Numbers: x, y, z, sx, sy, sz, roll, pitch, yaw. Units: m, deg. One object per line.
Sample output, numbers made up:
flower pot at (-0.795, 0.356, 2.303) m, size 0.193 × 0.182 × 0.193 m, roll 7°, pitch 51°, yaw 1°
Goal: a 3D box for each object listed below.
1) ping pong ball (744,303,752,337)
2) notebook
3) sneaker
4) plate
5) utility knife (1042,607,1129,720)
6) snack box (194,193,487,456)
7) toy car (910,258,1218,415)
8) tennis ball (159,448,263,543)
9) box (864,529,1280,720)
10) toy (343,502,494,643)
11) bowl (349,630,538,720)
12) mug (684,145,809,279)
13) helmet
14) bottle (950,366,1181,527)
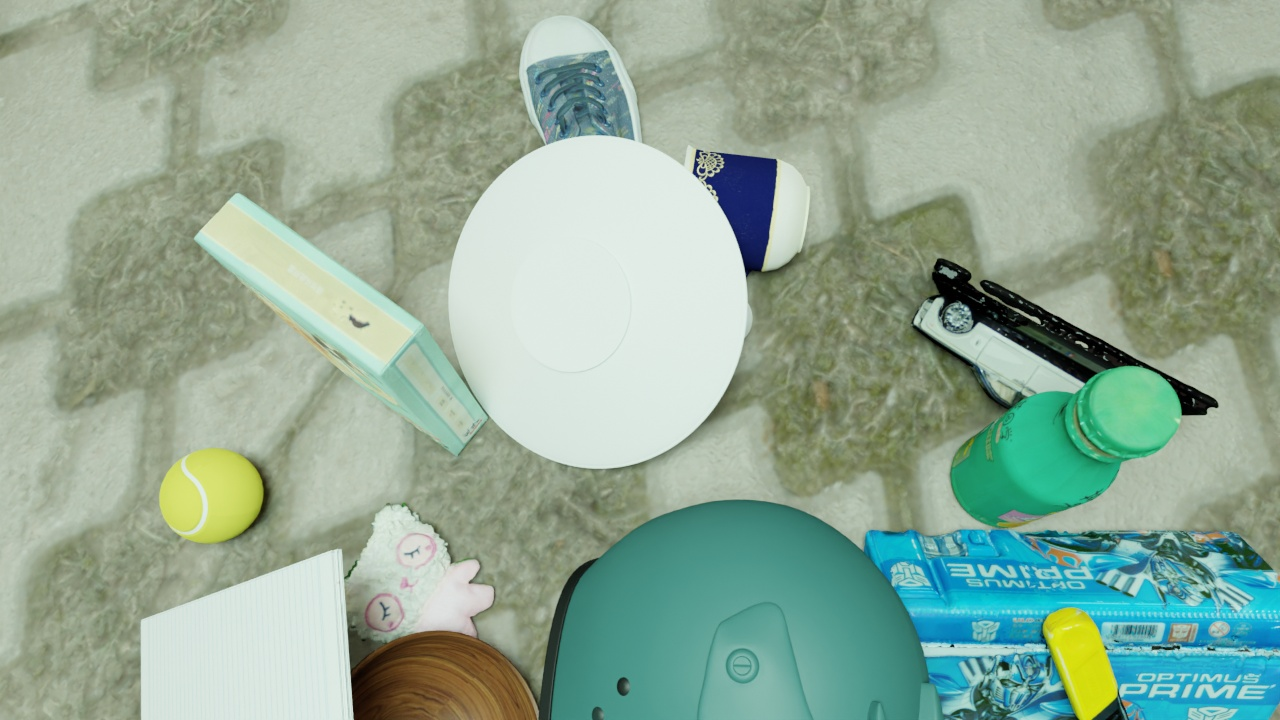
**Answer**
ping pong ball at (0.061, -0.030, 0.664) m, size 0.040 × 0.040 × 0.040 m, roll -1°, pitch 73°, yaw 3°
notebook at (-0.242, 0.225, 0.544) m, size 0.246 × 0.013 × 0.177 m, roll -23°, pitch 68°, yaw 36°
sneaker at (-0.038, -0.173, 0.694) m, size 0.087 × 0.079 × 0.235 m, roll -15°, pitch 73°, yaw -1°
plate at (-0.042, -0.038, 0.622) m, size 0.230 × 0.030 × 0.229 m, roll 2°, pitch 95°, yaw 23°
utility knife at (0.275, 0.218, 0.542) m, size 0.029 × 0.020 × 0.172 m, roll -22°, pitch 107°, yaw 12°
snack box at (-0.180, -0.014, 0.594) m, size 0.141 × 0.194 × 0.044 m, roll 35°, pitch 75°, yaw 12°
toy car at (0.271, 0.005, 0.626) m, size 0.192 × 0.094 × 0.071 m, roll 32°, pitch 98°, yaw 12°
tennis ball at (-0.296, 0.093, 0.635) m, size 0.065 × 0.065 × 0.065 m, roll -1°, pitch 73°, yaw 3°
box at (0.271, 0.179, 0.589) m, size 0.243 × 0.093 × 0.115 m, roll 0°, pitch 113°, yaw 4°
toy at (-0.153, 0.155, 0.622) m, size 0.109 × 0.041 × 0.095 m, roll 26°, pitch 75°, yaw 5°
bowl at (-0.139, 0.247, 0.566) m, size 0.147 × 0.069 × 0.147 m, roll 18°, pitch 59°, yaw -32°
mug at (0.072, -0.095, 0.669) m, size 0.089 × 0.085 × 0.112 m, roll 7°, pitch 109°, yaw 3°
helmet at (0.064, 0.212, 0.495) m, size 0.201 × 0.176 × 0.274 m, roll -11°, pitch 65°, yaw 32°
bottle at (0.243, 0.053, 0.538) m, size 0.068 × 0.210 × 0.068 m, roll -1°, pitch 73°, yaw 3°
